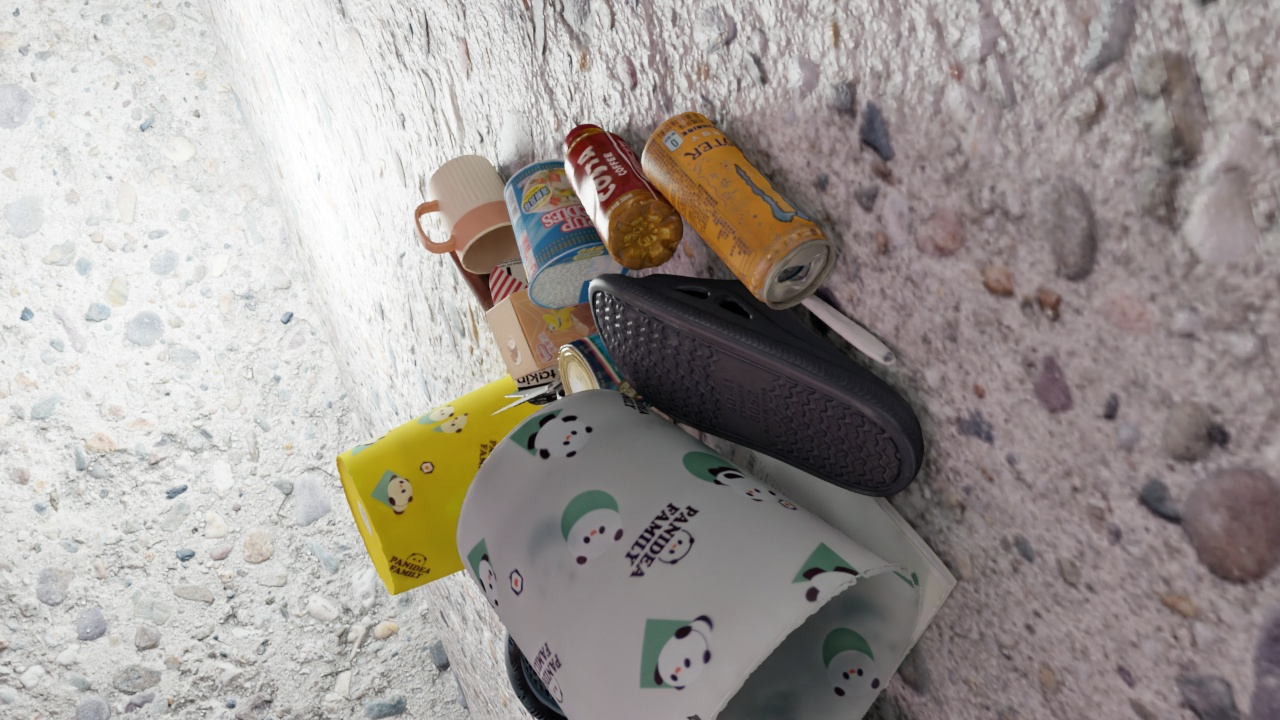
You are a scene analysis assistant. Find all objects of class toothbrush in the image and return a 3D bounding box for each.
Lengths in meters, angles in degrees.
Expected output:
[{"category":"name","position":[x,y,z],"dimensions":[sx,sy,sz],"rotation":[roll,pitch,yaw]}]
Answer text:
[{"category":"toothbrush","position":[0.105,-0.050,0.609],"dimensions":[0.180,0.016,0.016],"rotation":[46,142,40]}]

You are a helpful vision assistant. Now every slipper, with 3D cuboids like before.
[{"category":"slipper","position":[0.081,0.002,0.640],"dimensions":[0.268,0.083,0.111],"rotation":[26,141,31]}]

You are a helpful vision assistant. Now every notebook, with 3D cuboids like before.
[{"category":"notebook","position":[0.137,0.121,0.684],"dimensions":[0.209,0.012,0.151],"rotation":[52,152,33]}]

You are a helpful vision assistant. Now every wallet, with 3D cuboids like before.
[{"category":"wallet","position":[-0.172,-0.076,1.065],"dimensions":[0.101,0.032,0.124],"rotation":[57,-178,25]}]

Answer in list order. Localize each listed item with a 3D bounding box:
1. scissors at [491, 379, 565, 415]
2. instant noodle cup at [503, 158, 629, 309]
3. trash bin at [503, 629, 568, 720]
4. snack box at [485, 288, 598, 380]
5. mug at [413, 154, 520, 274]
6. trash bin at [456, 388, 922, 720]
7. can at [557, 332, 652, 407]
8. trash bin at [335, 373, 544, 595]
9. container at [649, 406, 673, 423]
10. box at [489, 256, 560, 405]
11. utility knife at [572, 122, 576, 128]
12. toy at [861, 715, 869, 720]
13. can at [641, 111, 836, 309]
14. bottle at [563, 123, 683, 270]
[{"category":"scissors","position":[-0.088,0.028,0.918],"dimensions":[0.014,0.165,0.162],"rotation":[55,-178,-19]},{"category":"instant noodle cup","position":[-0.074,-0.118,0.828],"dimensions":[0.110,0.099,0.099],"rotation":[65,156,22]},{"category":"trash bin","position":[-0.040,0.220,0.914],"dimensions":[0.195,0.226,0.227],"rotation":[-137,32,-64]},{"category":"snack box","position":[-0.087,-0.035,0.910],"dimensions":[0.093,0.094,0.077],"rotation":[-18,94,65]},{"category":"mug","position":[-0.189,-0.156,0.996],"dimensions":[0.106,0.114,0.082],"rotation":[60,154,22]},{"category":"trash bin","position":[0.016,0.159,0.626],"dimensions":[0.252,0.229,0.230],"rotation":[37,141,37]},{"category":"can","position":[-0.004,0.004,0.756],"dimensions":[0.075,0.111,0.075],"rotation":[45,147,41]},{"category":"trash bin","position":[-0.224,0.155,1.149],"dimensions":[0.229,0.254,0.230],"rotation":[46,147,41]},{"category":"container","position":[-0.023,0.081,0.886],"dimensions":[0.111,0.090,0.090],"rotation":[11,120,58]},{"category":"box","position":[-0.108,-0.036,1.006],"dimensions":[0.086,0.076,0.163],"rotation":[-56,-49,-78]},{"category":"utility knife","position":[-0.021,-0.145,0.787],"dimensions":[0.174,0.013,0.029],"rotation":[59,151,27]},{"category":"toy","position":[0.092,0.210,0.750],"dimensions":[0.356,0.091,0.138],"rotation":[54,150,21]},{"category":"can","position":[0.061,-0.101,0.602],"dimensions":[0.146,0.058,0.058],"rotation":[52,151,30]},{"category":"bottle","position":[-0.021,-0.134,0.710],"dimensions":[0.174,0.057,0.058],"rotation":[-118,20,-51]}]
